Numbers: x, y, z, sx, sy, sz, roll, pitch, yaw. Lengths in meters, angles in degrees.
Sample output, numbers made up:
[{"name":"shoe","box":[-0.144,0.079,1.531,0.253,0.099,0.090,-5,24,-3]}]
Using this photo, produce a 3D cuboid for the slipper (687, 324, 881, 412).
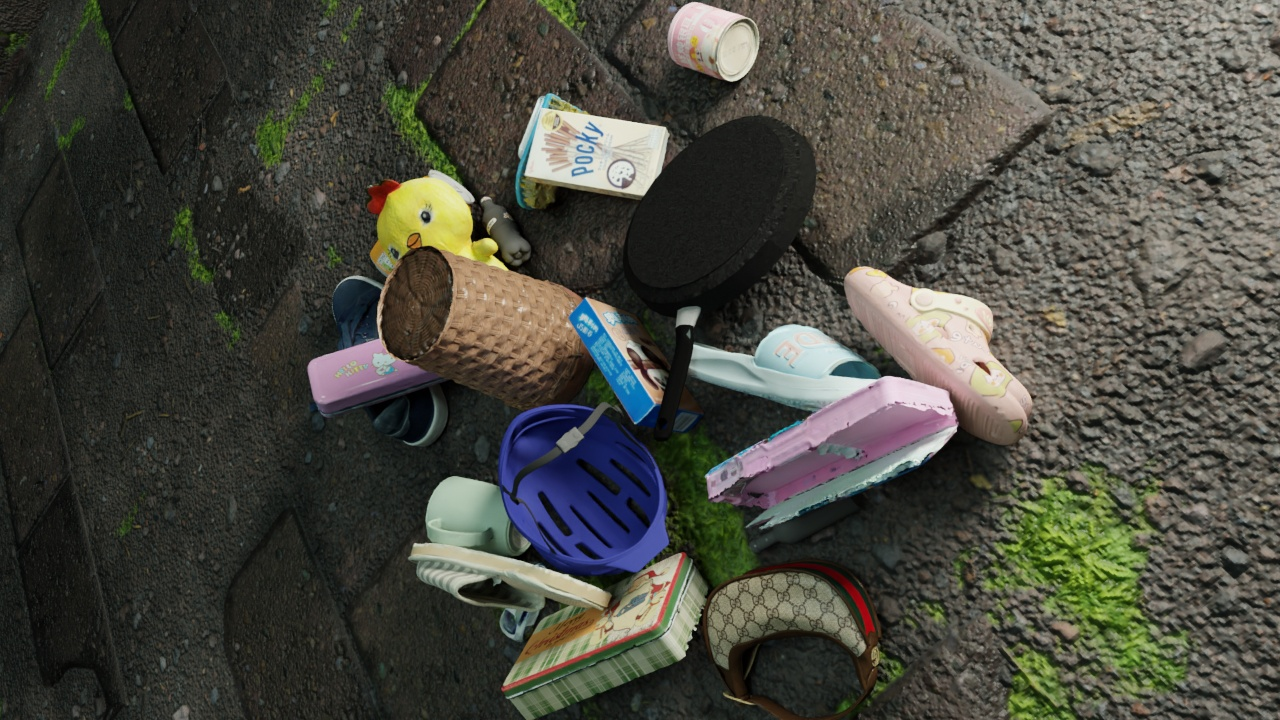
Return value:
[{"name":"slipper","box":[0.134,0.003,0.833,0.246,0.104,0.074,14,91,42]}]

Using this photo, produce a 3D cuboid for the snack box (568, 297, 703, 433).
[{"name":"snack box","box":[-0.006,0.005,0.941,0.034,0.087,0.151,-46,57,20]}]

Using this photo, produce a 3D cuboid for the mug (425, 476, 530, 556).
[{"name":"mug","box":[-0.182,0.181,1.017,0.104,0.111,0.084,6,100,27]}]

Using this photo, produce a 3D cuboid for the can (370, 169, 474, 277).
[{"name":"can","box":[-0.283,-0.169,1.192,0.143,0.079,0.079,-52,55,15]}]

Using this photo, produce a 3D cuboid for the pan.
[{"name":"pan","box":[0.055,-0.089,0.885,0.226,0.034,0.355,-9,56,44]}]

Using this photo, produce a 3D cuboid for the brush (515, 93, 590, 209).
[{"name":"brush","box":[-0.117,-0.248,1.103,0.075,0.055,0.136,26,95,47]}]

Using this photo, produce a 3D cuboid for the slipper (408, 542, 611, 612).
[{"name":"slipper","box":[-0.141,0.227,0.938,0.273,0.114,0.054,-2,70,42]}]

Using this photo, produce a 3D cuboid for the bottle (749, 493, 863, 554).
[{"name":"bottle","box":[0.146,0.146,0.833,0.113,0.030,0.030,-35,61,25]}]

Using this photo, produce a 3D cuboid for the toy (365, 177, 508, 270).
[{"name":"toy","box":[-0.234,-0.139,1.101,0.134,0.092,0.207,-37,96,34]}]

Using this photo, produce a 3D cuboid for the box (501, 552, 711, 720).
[{"name":"box","box":[-0.034,0.267,0.884,0.206,0.117,0.050,-32,98,29]}]

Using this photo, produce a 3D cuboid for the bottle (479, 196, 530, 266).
[{"name":"bottle","box":[-0.171,-0.163,1.134,0.036,0.036,0.110,-45,57,19]}]

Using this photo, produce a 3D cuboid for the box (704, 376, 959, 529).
[{"name":"box","box":[0.155,0.094,0.761,0.231,0.084,0.076,-37,48,47]}]

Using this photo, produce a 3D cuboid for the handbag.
[{"name":"handbag","box":[0.128,0.251,0.808,0.167,0.063,0.138,-19,78,32]}]

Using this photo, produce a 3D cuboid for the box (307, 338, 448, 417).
[{"name":"box","box":[-0.291,0.005,1.110,0.214,0.036,0.076,-19,56,-11]}]

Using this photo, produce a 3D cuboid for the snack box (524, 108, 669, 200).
[{"name":"snack box","box":[-0.049,-0.231,1.030,0.150,0.026,0.082,12,87,12]}]

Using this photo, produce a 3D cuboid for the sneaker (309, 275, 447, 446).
[{"name":"sneaker","box":[-0.363,-0.010,1.188,0.121,0.127,0.294,-47,54,17]}]

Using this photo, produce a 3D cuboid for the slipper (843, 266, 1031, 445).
[{"name":"slipper","box":[0.254,-0.020,0.759,0.081,0.093,0.197,-40,63,-1]}]

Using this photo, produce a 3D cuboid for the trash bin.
[{"name":"trash bin","box":[-0.169,-0.032,0.994,0.152,0.209,0.151,-10,74,35]}]

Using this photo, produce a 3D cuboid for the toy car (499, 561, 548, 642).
[{"name":"toy car","box":[-0.128,0.265,1.010,0.039,0.027,0.090,27,95,39]}]

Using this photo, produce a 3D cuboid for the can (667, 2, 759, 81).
[{"name":"can","box":[0.076,-0.338,0.973,0.076,0.067,0.067,33,99,36]}]

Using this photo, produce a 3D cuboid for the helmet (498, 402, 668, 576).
[{"name":"helmet","box":[-0.070,0.103,0.886,0.147,0.228,0.241,-40,54,-15]}]
